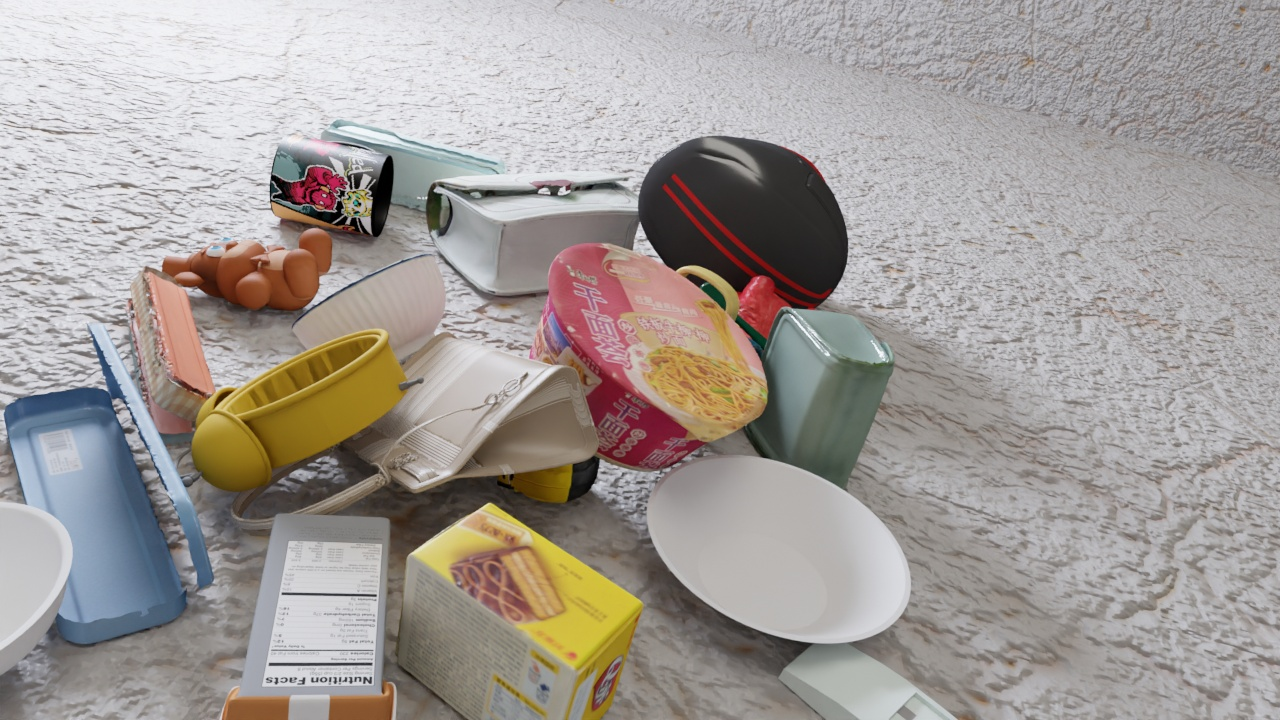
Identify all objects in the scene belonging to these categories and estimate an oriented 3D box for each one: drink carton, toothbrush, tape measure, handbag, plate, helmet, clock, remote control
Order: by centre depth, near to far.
[{"bbox_3d":[-0.162,0.137,0.464,0.076,0.049,0.124,5,31,-16],"label":"drink carton"},{"bbox_3d":[0.149,0.205,0.510,0.143,0.024,0.049,35,35,32],"label":"remote control"},{"bbox_3d":[-0.214,0.030,0.565,0.151,0.052,0.113,-29,20,-16],"label":"clock"},{"bbox_3d":[-0.158,0.055,0.579,0.197,0.062,0.176,-28,23,-29],"label":"handbag"},{"bbox_3d":[0.085,0.130,0.600,0.174,0.036,0.173,11,29,-6],"label":"plate"},{"bbox_3d":[-0.061,0.072,0.633,0.064,0.037,0.065,13,24,3],"label":"tape measure"},{"bbox_3d":[0.140,0.030,0.713,0.067,0.122,0.106,5,28,-20],"label":"handbag"},{"bbox_3d":[0.120,0.002,0.786,0.190,0.017,0.016,43,72,0],"label":"toothbrush"},{"bbox_3d":[0.113,-0.127,0.916,0.264,0.165,0.169,29,29,-30],"label":"helmet"},{"bbox_3d":[-0.099,-0.143,0.931,0.198,0.096,0.142,-12,38,-36],"label":"handbag"}]

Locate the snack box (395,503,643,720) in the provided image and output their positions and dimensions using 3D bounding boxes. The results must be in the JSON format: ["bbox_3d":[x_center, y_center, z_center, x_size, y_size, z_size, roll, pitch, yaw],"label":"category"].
[{"bbox_3d":[-0.065,0.139,0.469,0.106,0.084,0.061,28,33,22],"label":"snack box"}]

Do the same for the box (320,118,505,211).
[{"bbox_3d":[-0.245,-0.207,0.992,0.199,0.083,0.066,16,21,3],"label":"box"}]

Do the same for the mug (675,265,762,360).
[{"bbox_3d":[0.042,-0.018,0.759,0.107,0.114,0.083,34,25,27],"label":"mug"}]

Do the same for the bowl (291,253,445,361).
[{"bbox_3d":[-0.195,-0.026,0.696,0.117,0.118,0.062,-34,95,-53],"label":"bowl"}]

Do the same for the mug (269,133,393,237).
[{"bbox_3d":[-0.301,-0.183,0.916,0.098,0.082,0.117,11,41,-6],"label":"mug"}]

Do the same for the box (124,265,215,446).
[{"bbox_3d":[-0.337,-0.002,0.654,0.058,0.062,0.188,24,15,-40],"label":"box"}]

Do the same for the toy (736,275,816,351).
[{"bbox_3d":[0.122,-0.002,0.839,0.133,0.088,0.093,30,61,-9],"label":"toy"}]

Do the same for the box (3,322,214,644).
[{"bbox_3d":[-0.309,0.061,0.515,0.073,0.078,0.209,-16,41,-35],"label":"box"}]

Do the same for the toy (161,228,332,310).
[{"bbox_3d":[-0.323,-0.078,0.753,0.127,0.065,0.094,7,24,-4],"label":"toy"}]

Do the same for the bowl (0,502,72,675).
[{"bbox_3d":[-0.320,0.120,0.426,0.110,0.041,0.109,2,37,-2],"label":"bowl"}]

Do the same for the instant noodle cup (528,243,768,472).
[{"bbox_3d":[-0.004,0.004,0.655,0.178,0.078,0.178,26,33,-19],"label":"instant noodle cup"}]
